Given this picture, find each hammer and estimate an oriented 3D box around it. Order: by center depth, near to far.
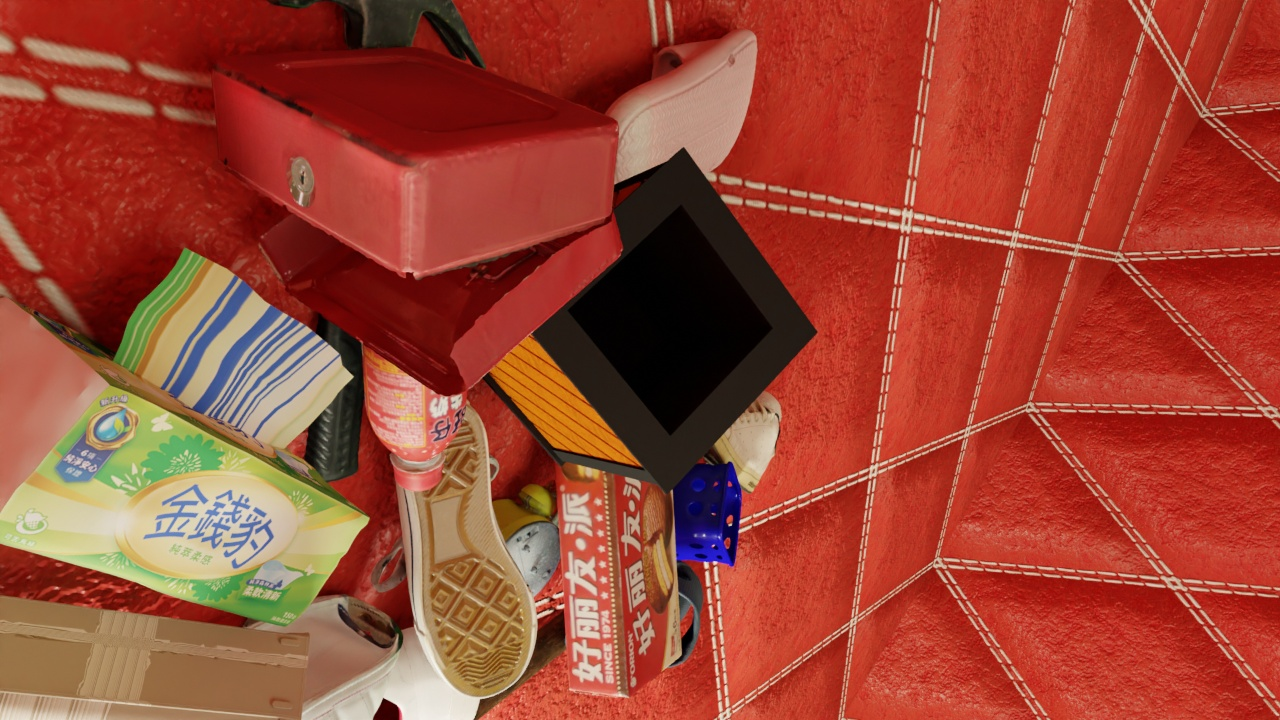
[{"bbox_3d":[-0.166,-0.067,0.537,0.130,0.032,0.319,-17,129,-50],"label":"hammer"},{"bbox_3d":[-0.087,0.303,0.925,0.299,0.037,0.218,-25,135,-52],"label":"hammer"}]

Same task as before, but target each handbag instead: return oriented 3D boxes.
[{"bbox_3d":[-0.302,0.212,0.503,0.175,0.062,0.198,17,127,-26],"label":"handbag"},{"bbox_3d":[-0.253,0.270,0.633,0.199,0.096,0.141,-67,164,10],"label":"handbag"}]

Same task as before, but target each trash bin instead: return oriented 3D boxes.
[{"bbox_3d":[-0.017,-0.022,0.596,0.139,0.172,0.140,-45,108,-19],"label":"trash bin"}]

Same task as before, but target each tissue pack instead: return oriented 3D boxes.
[{"bbox_3d":[-0.223,0.032,0.466,0.141,0.120,0.198,-55,156,-12],"label":"tissue pack"}]

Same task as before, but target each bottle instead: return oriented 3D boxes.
[{"bbox_3d":[-0.138,0.020,0.564,0.061,0.062,0.138,-29,139,-41],"label":"bottle"}]

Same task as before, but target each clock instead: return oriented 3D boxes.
[{"bbox_3d":[-0.102,0.155,0.781,0.118,0.057,0.083,-34,134,-33],"label":"clock"}]

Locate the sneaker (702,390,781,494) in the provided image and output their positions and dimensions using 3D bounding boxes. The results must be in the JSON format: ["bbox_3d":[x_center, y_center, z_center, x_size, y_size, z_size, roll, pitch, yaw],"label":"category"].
[{"bbox_3d":[0.105,0.069,0.984,0.102,0.089,0.241,-48,153,-4],"label":"sneaker"}]

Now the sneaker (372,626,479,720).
[{"bbox_3d":[-0.208,0.315,0.755,0.104,0.090,0.237,0,125,-32],"label":"sneaker"}]

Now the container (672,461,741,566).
[{"bbox_3d":[0.035,0.149,0.907,0.084,0.114,0.085,68,28,-52],"label":"container"}]

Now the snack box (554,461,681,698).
[{"bbox_3d":[-0.018,0.159,0.805,0.113,0.060,0.236,-4,91,-63],"label":"snack box"}]

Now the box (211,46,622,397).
[{"bbox_3d":[-0.102,-0.090,0.431,0.136,0.157,0.127,-42,141,-30],"label":"box"}]

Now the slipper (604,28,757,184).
[{"bbox_3d":[0.029,-0.186,0.698,0.220,0.056,0.107,-42,147,-44],"label":"slipper"}]

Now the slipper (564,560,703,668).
[{"bbox_3d":[0.019,0.269,0.953,0.263,0.082,0.101,19,95,-63],"label":"slipper"}]

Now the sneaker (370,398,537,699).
[{"bbox_3d":[-0.142,0.133,0.681,0.118,0.088,0.241,-16,107,-29],"label":"sneaker"}]

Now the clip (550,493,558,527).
[{"bbox_3d":[-0.087,0.154,0.844,0.061,0.023,0.076,8,111,-59],"label":"clip"}]
